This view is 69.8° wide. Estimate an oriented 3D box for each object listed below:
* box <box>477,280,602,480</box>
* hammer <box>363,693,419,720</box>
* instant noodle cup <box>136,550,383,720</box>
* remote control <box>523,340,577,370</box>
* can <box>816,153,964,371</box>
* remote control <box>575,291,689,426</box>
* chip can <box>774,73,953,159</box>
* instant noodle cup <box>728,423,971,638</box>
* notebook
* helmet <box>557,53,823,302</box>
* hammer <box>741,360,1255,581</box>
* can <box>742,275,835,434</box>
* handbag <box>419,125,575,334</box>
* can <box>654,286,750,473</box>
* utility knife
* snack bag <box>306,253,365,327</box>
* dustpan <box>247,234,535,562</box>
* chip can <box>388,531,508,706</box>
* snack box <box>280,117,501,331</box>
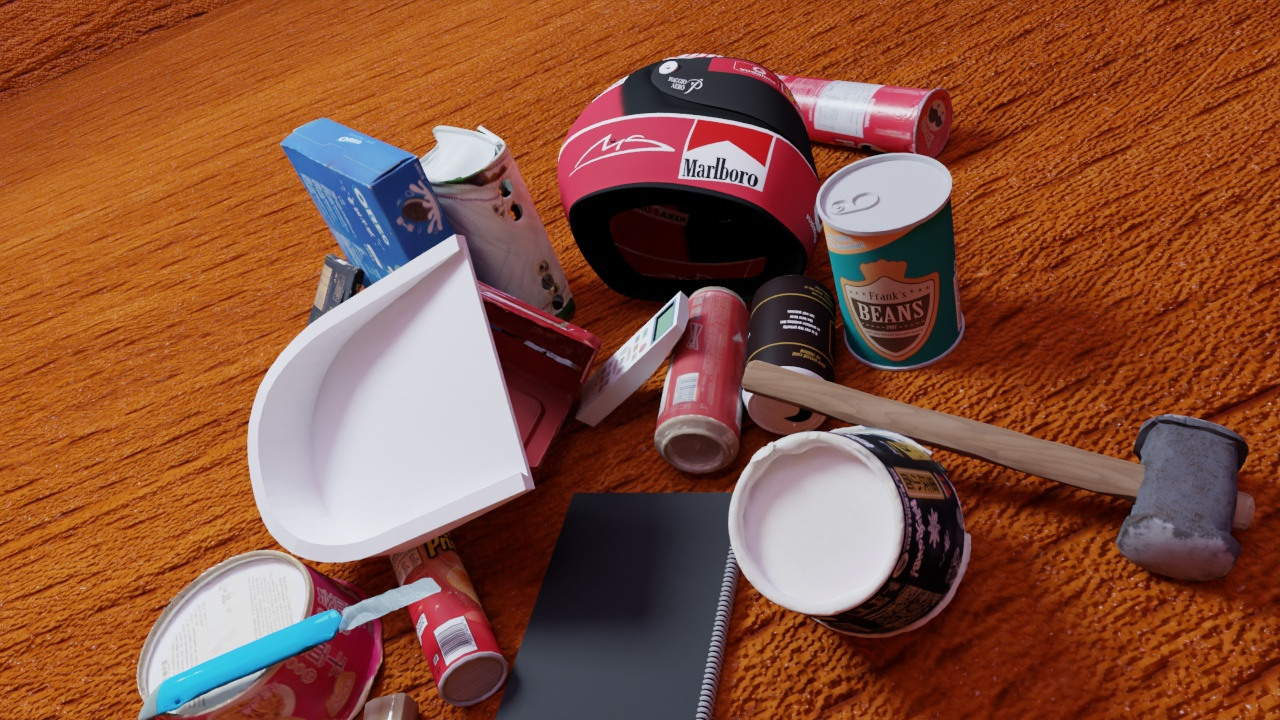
[{"bbox_3d":[-0.131,0.018,0.780,0.157,0.156,0.147,25,9,-1],"label":"box"},{"bbox_3d":[-0.166,0.345,0.528,0.117,0.051,0.322,-16,38,8],"label":"hammer"},{"bbox_3d":[-0.295,0.221,0.694,0.179,0.078,0.178,-13,41,12],"label":"instant noodle cup"},{"bbox_3d":[-0.130,0.033,0.867,0.150,0.019,0.074,-42,44,-21],"label":"remote control"},{"bbox_3d":[0.203,-0.077,0.737,0.099,0.144,0.099,-13,41,11],"label":"can"},{"bbox_3d":[-0.005,0.004,0.788,0.144,0.024,0.049,-43,22,32],"label":"remote control"},{"bbox_3d":[0.215,-0.269,0.998,0.233,0.073,0.073,22,57,41],"label":"chip can"},{"bbox_3d":[0.123,0.102,0.564,0.137,0.112,0.137,-7,75,28],"label":"instant noodle cup"},{"bbox_3d":[-0.008,0.181,0.655,0.149,0.016,0.206,-4,44,23],"label":"notebook"},{"bbox_3d":[0.055,-0.182,0.878,0.271,0.198,0.224,3,55,28],"label":"helmet"},{"bbox_3d":[0.223,0.053,0.619,0.329,0.052,0.097,15,53,23],"label":"hammer"},{"bbox_3d":[0.124,-0.007,0.754,0.072,0.072,0.128,-6,43,19],"label":"can"},{"bbox_3d":[-0.150,-0.128,0.915,0.142,0.199,0.096,21,55,38],"label":"handbag"},{"bbox_3d":[0.055,0.013,0.767,0.067,0.067,0.169,-6,43,19],"label":"can"},{"bbox_3d":[-0.239,0.195,0.628,0.225,0.015,0.031,-23,43,4],"label":"utility knife"},{"bbox_3d":[-0.330,-0.032,0.961,0.075,0.018,0.155,28,102,43],"label":"snack bag"},{"bbox_3d":[-0.207,0.049,0.691,0.259,0.053,0.191,-29,71,35],"label":"dustpan"},{"bbox_3d":[-0.162,0.167,0.712,0.051,0.052,0.214,-31,41,-9],"label":"chip can"},{"bbox_3d":[-0.237,-0.107,0.899,0.056,0.239,0.196,-39,43,-23],"label":"snack box"}]
